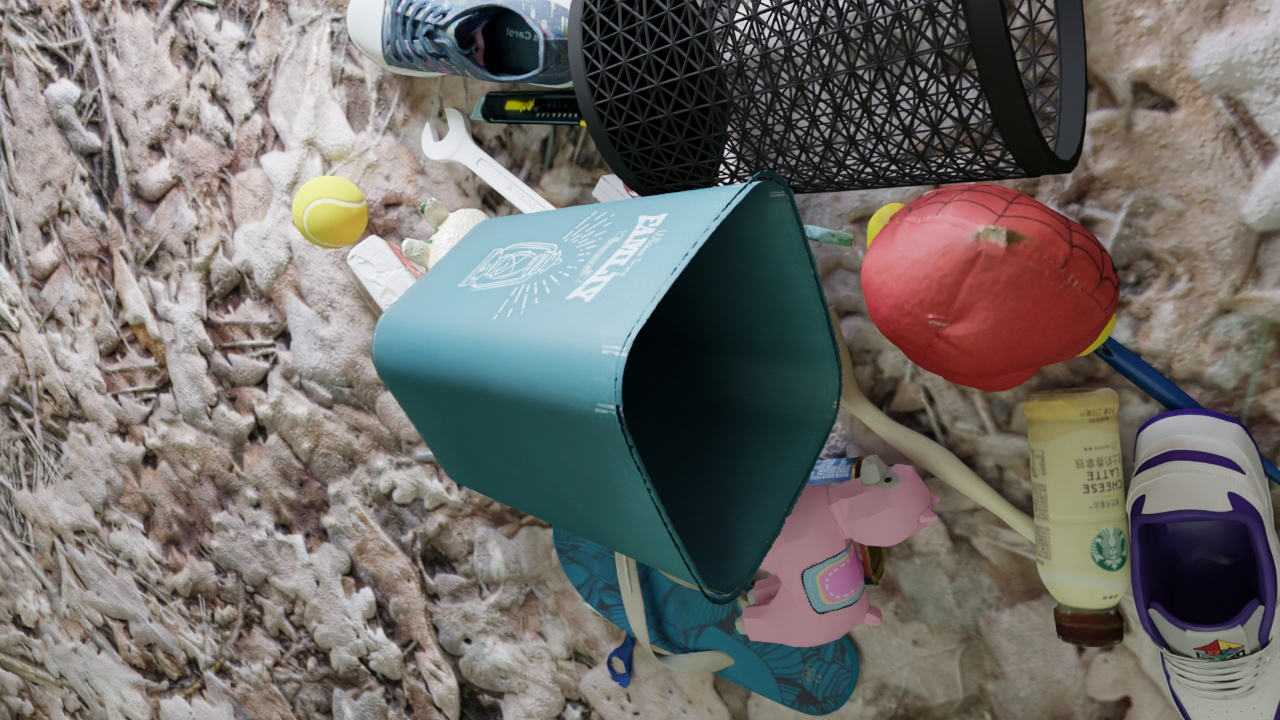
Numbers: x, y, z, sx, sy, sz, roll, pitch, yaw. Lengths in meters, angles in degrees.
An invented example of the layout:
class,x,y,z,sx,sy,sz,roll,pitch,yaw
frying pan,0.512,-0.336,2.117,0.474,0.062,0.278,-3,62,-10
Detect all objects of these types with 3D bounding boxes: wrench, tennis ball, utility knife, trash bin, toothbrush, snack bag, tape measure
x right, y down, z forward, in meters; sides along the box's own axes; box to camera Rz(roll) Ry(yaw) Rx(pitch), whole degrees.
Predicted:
class,x,y,z,sx,sy,sz,roll,pitch,yaw
wrench,-0.088,-0.124,0.715,0.273,0.009,0.047,41,106,29
tennis ball,-0.279,-0.133,0.828,0.065,0.065,0.065,9,111,25
utility knife,-0.061,-0.196,0.714,0.174,0.020,0.029,6,107,24
trash bin,0.103,-0.193,0.531,0.244,0.216,0.217,-5,104,36
toothbrush,0.366,0.048,0.577,0.190,0.017,0.016,40,121,10
trash bin,-0.023,0.006,0.568,0.219,0.196,0.199,7,135,37
snack bag,-0.199,-0.060,0.783,0.036,0.116,0.077,-39,84,0
tape measure,0.002,-0.114,0.688,0.060,0.062,0.020,43,121,15

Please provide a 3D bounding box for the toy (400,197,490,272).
class,x,y,z,sx,sy,sz,roll,pitch,yaw
toy,-0.145,-0.087,0.769,0.112,0.087,0.050,22,155,-27

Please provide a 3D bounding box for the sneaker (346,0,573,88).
class,x,y,z,sx,sy,sz,roll,pitch,yaw
sneaker,-0.142,-0.256,0.704,0.236,0.079,0.087,15,114,23

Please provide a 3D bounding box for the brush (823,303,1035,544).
class,x,y,z,sx,sy,sz,roll,pitch,yaw
brush,0.205,0.063,0.651,0.272,0.061,0.078,40,137,5

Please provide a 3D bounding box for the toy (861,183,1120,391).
class,x,y,z,sx,sy,sz,roll,pitch,yaw
toy,0.193,-0.036,0.524,0.148,0.216,0.099,17,91,20

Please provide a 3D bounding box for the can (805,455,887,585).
class,x,y,z,sx,sy,sz,roll,pitch,yaw
can,0.147,0.124,0.698,0.059,0.053,0.100,-8,103,28

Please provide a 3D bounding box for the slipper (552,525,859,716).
class,x,y,z,sx,sy,sz,roll,pitch,yaw
slipper,0.039,0.212,0.775,0.295,0.060,0.118,27,111,17

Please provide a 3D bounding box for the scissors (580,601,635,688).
class,x,y,z,sx,sy,sz,roll,pitch,yaw
scissors,-0.004,0.254,0.846,0.127,0.014,0.133,21,117,21

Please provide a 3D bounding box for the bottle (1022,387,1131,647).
class,x,y,z,sx,sy,sz,roll,pitch,yaw
bottle,0.284,0.100,0.593,0.057,0.056,0.162,-5,90,29

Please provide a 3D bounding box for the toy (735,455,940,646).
class,x,y,z,sx,sy,sz,roll,pitch,yaw
toy,0.133,0.133,0.640,0.158,0.067,0.123,-17,100,24

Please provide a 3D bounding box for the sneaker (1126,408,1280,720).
class,x,y,z,sx,sy,sz,roll,pitch,yaw
sneaker,0.352,0.159,0.558,0.092,0.110,0.244,-9,108,36

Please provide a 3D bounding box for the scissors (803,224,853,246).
class,x,y,z,sx,sy,sz,roll,pitch,yaw
scissors,0.105,-0.087,0.611,0.128,0.125,0.011,26,106,52
